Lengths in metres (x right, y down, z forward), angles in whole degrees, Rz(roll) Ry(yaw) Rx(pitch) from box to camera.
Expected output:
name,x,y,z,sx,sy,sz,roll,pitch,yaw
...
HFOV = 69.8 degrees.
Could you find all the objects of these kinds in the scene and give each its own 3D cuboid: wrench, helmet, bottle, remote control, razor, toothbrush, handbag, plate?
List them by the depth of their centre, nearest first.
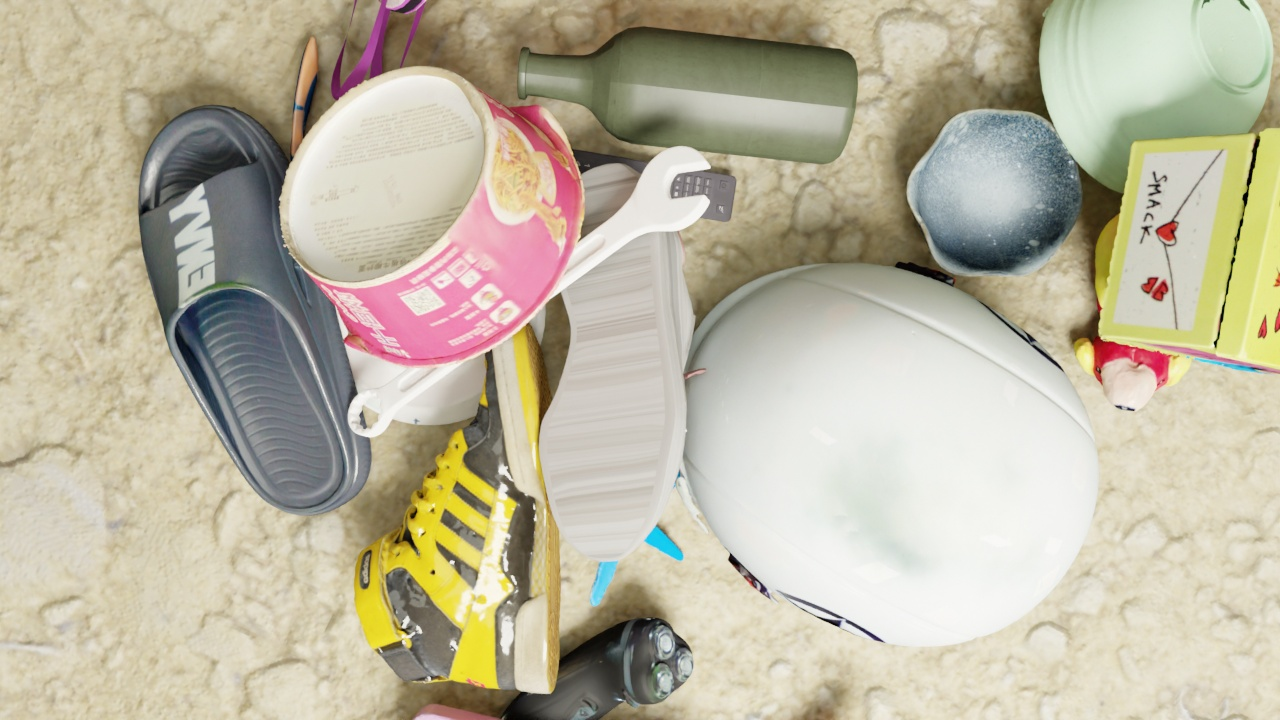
name,x,y,z,sx,sy,sz,roll,pitch,yaw
wrench,-0.071,-0.035,0.545,0.274,0.009,0.047,-35,62,14
handbag,-0.147,-0.231,0.549,0.068,0.144,0.170,9,119,-34
helmet,0.148,0.057,0.556,0.264,0.163,0.236,34,91,-4
bottle,0.027,-0.170,0.578,0.207,0.071,0.071,6,94,-3
toothbrush,-0.222,-0.142,0.597,0.017,0.021,0.135,4,97,-20
remote control,-0.005,-0.117,0.609,0.136,0.015,0.032,8,94,-5
plate,-0.142,-0.034,0.610,0.157,0.014,0.157,0,94,-2
razor,-0.031,0.222,0.611,0.141,0.063,0.053,-35,112,11

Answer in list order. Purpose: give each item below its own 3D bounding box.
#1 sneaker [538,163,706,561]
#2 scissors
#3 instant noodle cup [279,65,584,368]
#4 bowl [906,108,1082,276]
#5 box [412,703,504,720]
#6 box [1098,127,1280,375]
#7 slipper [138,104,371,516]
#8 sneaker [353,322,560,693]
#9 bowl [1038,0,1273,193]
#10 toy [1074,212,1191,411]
name,x,y,z,sx,sy,sz,roll,pitch,yaw
sneaker,-0.004,0.003,0.567,0.099,0.089,0.236,-5,78,27
scissors,-0.010,0.100,0.601,0.130,0.014,0.125,29,75,-33
instant noodle cup,-0.129,-0.091,0.533,0.179,0.077,0.178,-8,67,20
bowl,0.223,-0.107,0.599,0.110,0.055,0.110,0,94,-2
box,-0.058,0.314,0.604,0.214,0.051,0.149,13,112,3
box,0.374,-0.053,0.546,0.220,0.082,0.124,9,93,-35
slipper,-0.252,-0.022,0.568,0.111,0.083,0.268,-15,98,11
sneaker,-0.116,0.095,0.586,0.122,0.086,0.238,-2,92,1
bowl,0.328,-0.183,0.563,0.150,0.077,0.151,3,83,-23
toy,0.325,-0.041,0.600,0.105,0.067,0.137,-26,118,-36
